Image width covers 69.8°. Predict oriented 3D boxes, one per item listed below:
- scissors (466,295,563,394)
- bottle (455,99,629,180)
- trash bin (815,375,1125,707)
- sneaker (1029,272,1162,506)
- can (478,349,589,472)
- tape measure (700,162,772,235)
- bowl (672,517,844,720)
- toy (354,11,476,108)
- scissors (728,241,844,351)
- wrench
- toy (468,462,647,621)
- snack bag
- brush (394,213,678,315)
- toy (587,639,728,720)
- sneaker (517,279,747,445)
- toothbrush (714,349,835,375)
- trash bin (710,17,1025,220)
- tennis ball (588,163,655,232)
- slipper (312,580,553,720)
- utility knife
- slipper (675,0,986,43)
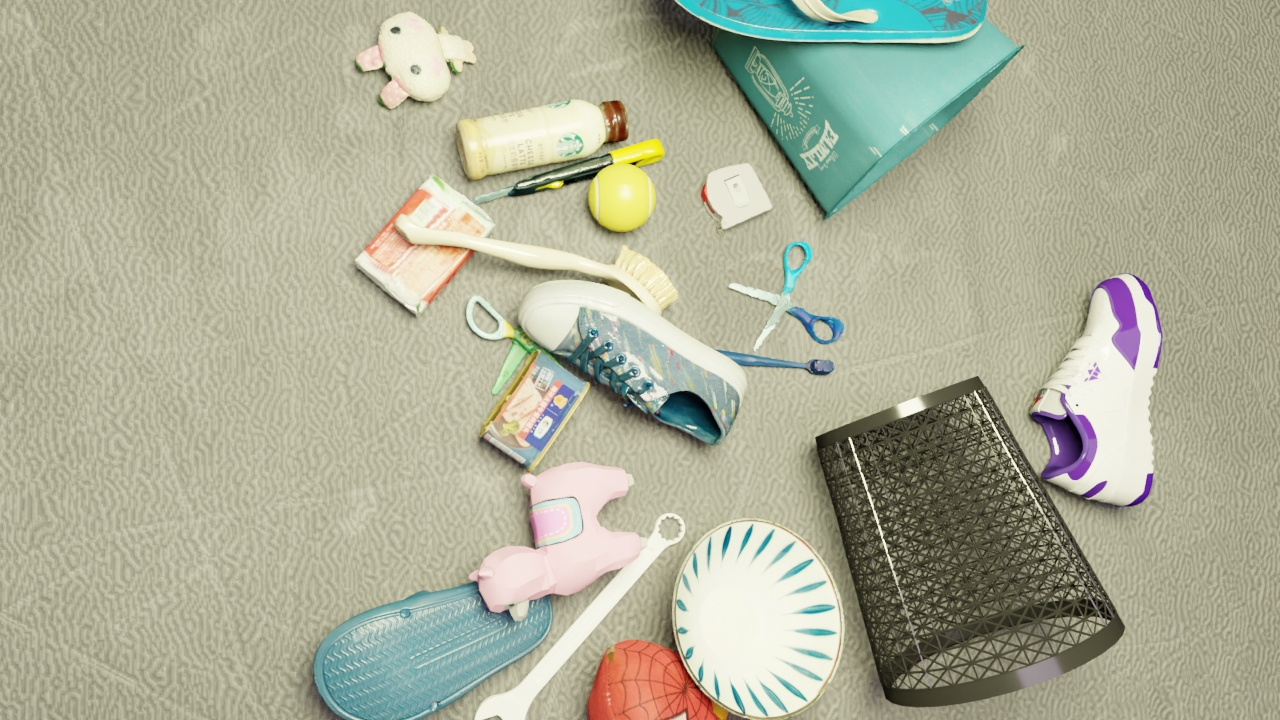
[{"bbox_3d":[-0.112,-0.024,0.878,0.131,0.011,0.125,32,80,-9],"label":"scissors"},{"bbox_3d":[-0.093,-0.217,0.882,0.162,0.056,0.056,-15,86,-14],"label":"bottle"},{"bbox_3d":[0.283,0.157,0.850,0.216,0.217,0.243,-18,81,-14],"label":"trash bin"},{"bbox_3d":[0.468,0.027,0.965,0.111,0.092,0.244,6,82,-3],"label":"sneaker"},{"bbox_3d":[-0.099,0.046,0.847,0.059,0.054,0.099,35,81,-10],"label":"can"},{"bbox_3d":[0.096,-0.168,0.936,0.060,0.020,0.062,-25,89,-14],"label":"tape measure"},{"bbox_3d":[0.096,0.240,0.852,0.177,0.071,0.177,9,67,-21],"label":"bowl"},{"bbox_3d":[-0.212,-0.288,0.873,0.112,0.050,0.087,-24,89,-8],"label":"toy"},{"bbox_3d":[0.155,-0.058,0.939,0.133,0.014,0.127,37,77,-7],"label":"scissors"},{"bbox_3d":[-0.053,0.249,0.859,0.047,0.009,0.273,44,77,-4],"label":"wrench"},{"bbox_3d":[-0.076,0.158,0.817,0.157,0.067,0.123,-8,76,-28],"label":"toy"},{"bbox_3d":[-0.201,-0.108,0.856,0.077,0.036,0.115,39,77,-6],"label":"snack bag"},{"bbox_3d":[-0.091,-0.091,0.852,0.272,0.062,0.077,15,74,-18],"label":"brush"},{"bbox_3d":[0.035,0.340,0.812,0.099,0.147,0.216,-41,95,15],"label":"toy"},{"bbox_3d":[-0.005,0.005,0.843,0.235,0.088,0.079,25,45,-16],"label":"sneaker"},{"bbox_3d":[0.105,-0.002,0.920,0.190,0.017,0.016,6,81,-12],"label":"toothbrush"},{"bbox_3d":[0.204,-0.297,0.897,0.199,0.197,0.218,-38,86,-14],"label":"trash bin"},{"bbox_3d":[-0.018,-0.157,0.887,0.065,0.065,0.065,2,83,-12],"label":"tennis ball"},{"bbox_3d":[-0.177,0.250,0.808,0.213,0.059,0.104,-14,90,-28],"label":"slipper"},{"bbox_3d":[-0.072,-0.181,0.899,0.203,0.029,0.020,-18,81,-12],"label":"utility knife"},{"bbox_3d":[0.155,-0.330,0.783,0.295,0.060,0.118,8,79,0],"label":"slipper"}]
